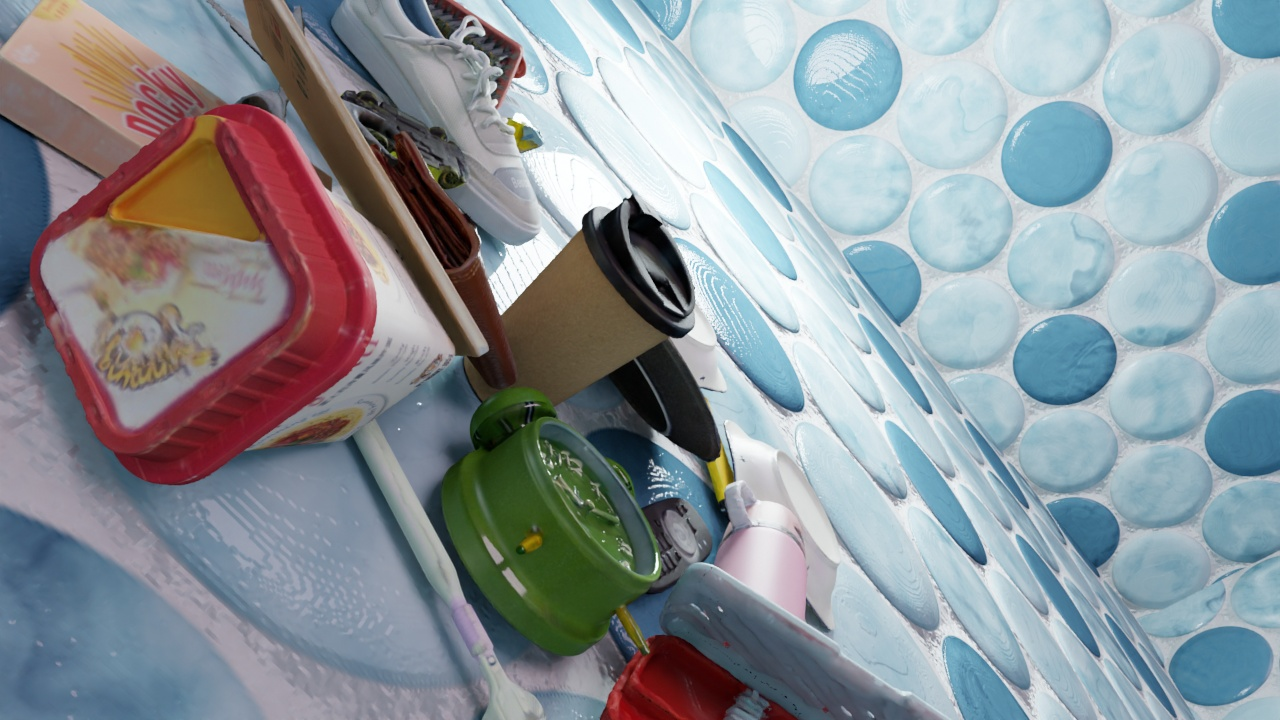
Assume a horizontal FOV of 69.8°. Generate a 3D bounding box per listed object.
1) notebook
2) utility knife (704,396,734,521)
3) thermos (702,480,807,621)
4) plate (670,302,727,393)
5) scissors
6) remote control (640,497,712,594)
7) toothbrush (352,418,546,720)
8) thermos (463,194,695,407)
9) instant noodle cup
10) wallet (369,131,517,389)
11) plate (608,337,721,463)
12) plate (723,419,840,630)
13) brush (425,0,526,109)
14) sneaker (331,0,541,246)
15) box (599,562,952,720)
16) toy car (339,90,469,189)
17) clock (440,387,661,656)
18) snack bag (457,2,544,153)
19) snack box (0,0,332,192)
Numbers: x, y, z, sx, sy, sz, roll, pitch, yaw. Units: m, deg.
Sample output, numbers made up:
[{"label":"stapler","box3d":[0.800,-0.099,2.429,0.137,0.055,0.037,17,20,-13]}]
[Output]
[{"label":"notebook","box3d":[-0.143,-0.092,0.464,0.207,0.008,0.148,60,-16,-10]},{"label":"utility knife","box3d":[0.058,0.059,0.810,0.033,0.015,0.223,42,22,-36]},{"label":"thermos","box3d":[0.072,0.151,0.605,0.087,0.067,0.198,64,19,-13]},{"label":"plate","box3d":[0.021,-0.044,0.851,0.164,0.034,0.163,55,21,24]},{"label":"scissors","box3d":[-0.212,-0.173,0.570,0.159,0.014,0.180,25,39,-22]},{"label":"remote control","box3d":[0.011,0.120,0.593,0.053,0.024,0.136,55,19,12]},{"label":"toothbrush","box3d":[-0.099,0.085,0.419,0.029,0.020,0.189,-20,69,-35]},{"label":"thermos","box3d":[-0.036,-0.025,0.556,0.093,0.143,0.093,43,23,-24]},{"label":"instant noodle cup","box3d":[-0.147,-0.019,0.370,0.116,0.116,0.124,58,8,14]},{"label":"wallet","box3d":[-0.110,-0.054,0.516,0.124,0.032,0.101,53,-20,34]},{"label":"plate","box3d":[-0.004,0.004,0.667,0.179,0.024,0.180,53,-13,17]},{"label":"plate","box3d":[0.132,0.134,0.795,0.164,0.034,0.163,51,18,-27]},{"label":"brush","box3d":[-0.169,-0.281,0.786,0.146,0.063,0.069,35,36,2]},{"label":"sneaker","box3d":[-0.137,-0.205,0.716,0.242,0.091,0.089,54,21,3]},{"label":"box","box3d":[0.090,0.184,0.445,0.201,0.101,0.095,32,28,10]},{"label":"toy car","box3d":[-0.165,-0.147,0.635,0.105,0.032,0.048,17,42,-46]},{"label":"clock","box3d":[-0.044,0.076,0.481,0.116,0.056,0.161,47,12,-29]},{"label":"snack bag","box3d":[-0.164,-0.281,0.860,0.110,0.039,0.191,-10,64,-55]},{"label":"snack box","box3d":[-0.226,-0.106,0.450,0.157,0.026,0.084,37,25,-37]}]
